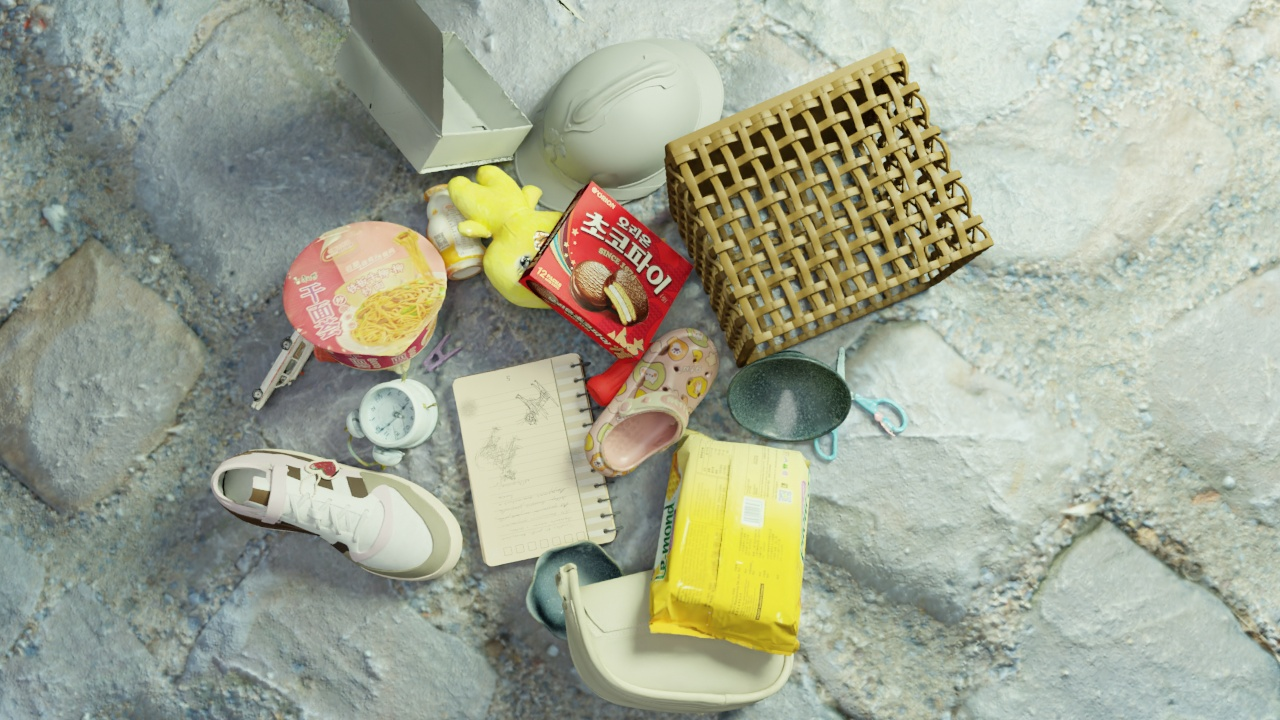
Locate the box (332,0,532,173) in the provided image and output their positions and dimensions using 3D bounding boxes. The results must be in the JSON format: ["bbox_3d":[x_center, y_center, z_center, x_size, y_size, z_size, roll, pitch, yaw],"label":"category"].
[{"bbox_3d":[-0.220,-0.325,0.955,0.164,0.331,0.167,-38,82,-15],"label":"box"}]

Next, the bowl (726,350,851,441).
[{"bbox_3d":[0.167,0.026,1.031,0.137,0.137,0.057,7,45,4],"label":"bowl"}]

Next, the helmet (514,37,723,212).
[{"bbox_3d":[-0.032,-0.287,1.053,0.271,0.117,0.183,-31,83,2],"label":"helmet"}]

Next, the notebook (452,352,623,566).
[{"bbox_3d":[-0.121,0.113,1.069,0.167,0.024,0.225,-12,84,4],"label":"notebook"}]

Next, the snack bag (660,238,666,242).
[{"bbox_3d":[0.016,-0.095,1.081,0.026,0.020,0.099,3,85,-4],"label":"snack bag"}]

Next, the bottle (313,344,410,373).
[{"bbox_3d":[-0.327,-0.012,1.084,0.109,0.044,0.044,9,85,4],"label":"bottle"}]

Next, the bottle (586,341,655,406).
[{"bbox_3d":[-0.006,0.006,1.058,0.118,0.036,0.036,-36,83,-17],"label":"bottle"}]

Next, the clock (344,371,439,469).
[{"bbox_3d":[-0.291,0.073,1.068,0.083,0.057,0.118,44,96,6],"label":"clock"}]

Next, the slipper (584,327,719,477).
[{"bbox_3d":[0.024,0.057,1.021,0.197,0.081,0.093,-50,123,-3],"label":"slipper"}]

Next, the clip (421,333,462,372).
[{"bbox_3d":[-0.239,-0.008,1.094,0.051,0.013,0.032,-39,82,2],"label":"clip"}]

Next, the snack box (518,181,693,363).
[{"bbox_3d":[-0.035,-0.096,1.015,0.152,0.036,0.132,38,68,-18],"label":"snack box"}]

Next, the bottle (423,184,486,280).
[{"bbox_3d":[-0.222,-0.152,1.082,0.063,0.063,0.109,-21,81,1],"label":"bottle"}]

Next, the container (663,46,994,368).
[{"bbox_3d":[0.181,-0.147,0.974,0.251,0.219,0.214,-23,83,1],"label":"container"}]

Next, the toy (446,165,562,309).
[{"bbox_3d":[-0.135,-0.137,1.052,0.133,0.092,0.207,-36,90,-32],"label":"toy"}]

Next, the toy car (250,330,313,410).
[{"bbox_3d":[-0.422,0.010,1.093,0.039,0.039,0.113,30,88,-15],"label":"toy car"}]

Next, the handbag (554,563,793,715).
[{"bbox_3d":[0.029,0.299,1.001,0.228,0.132,0.184,-6,65,-22],"label":"handbag"}]

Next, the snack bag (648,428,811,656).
[{"bbox_3d":[0.101,0.186,0.974,0.159,0.068,0.246,11,53,0],"label":"snack bag"}]

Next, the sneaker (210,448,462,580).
[{"bbox_3d":[-0.346,0.169,1.031,0.294,0.116,0.111,21,86,5],"label":"sneaker"}]

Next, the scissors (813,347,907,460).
[{"bbox_3d":[0.234,0.059,1.059,0.135,0.015,0.129,36,87,12],"label":"scissors"}]

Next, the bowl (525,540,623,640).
[{"bbox_3d":[-0.076,0.253,1.030,0.110,0.055,0.110,0,89,-16],"label":"bowl"}]

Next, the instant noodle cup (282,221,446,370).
[{"bbox_3d":[-0.306,-0.065,1.047,0.178,0.078,0.178,1,60,-3],"label":"instant noodle cup"}]
